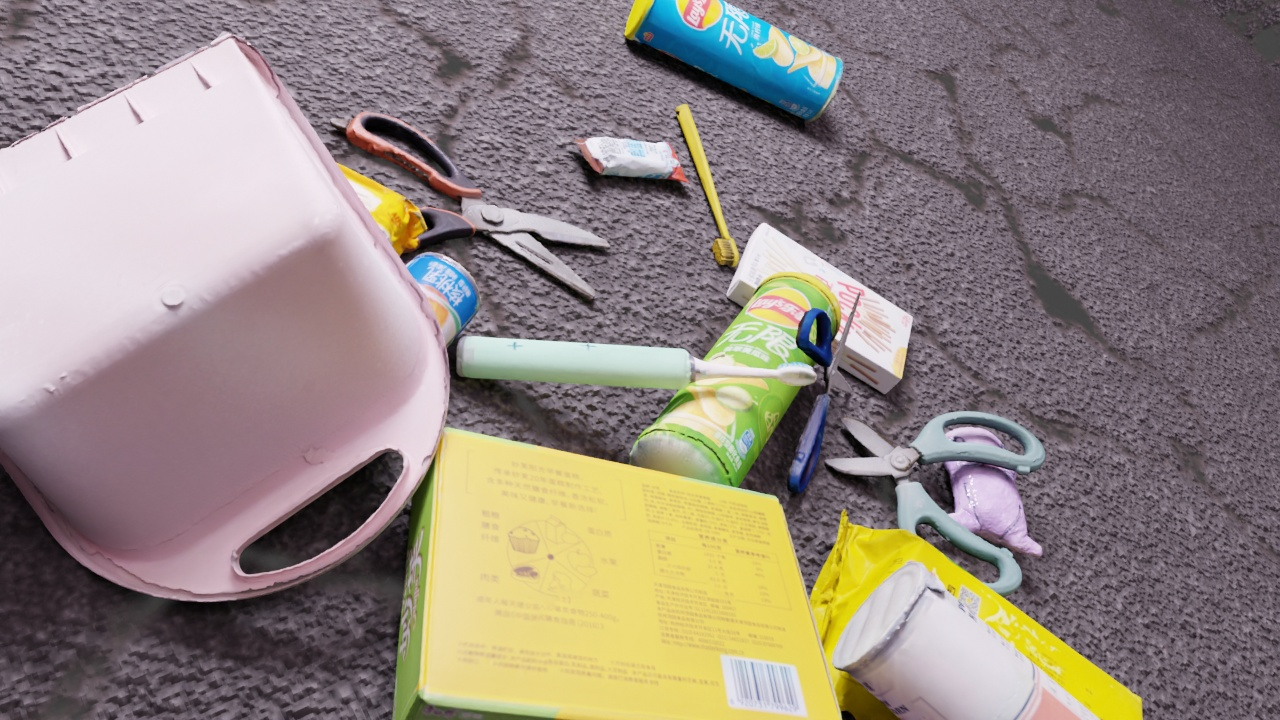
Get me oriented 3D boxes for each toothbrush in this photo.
[{"bbox_3d":[0.054,-0.157,0.802,0.016,0.016,0.189,2,55,-22],"label":"toothbrush"},{"bbox_3d":[-0.003,0.003,0.570,0.224,0.026,0.027,3,26,2],"label":"toothbrush"}]

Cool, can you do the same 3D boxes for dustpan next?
[{"bbox_3d":[-0.232,-0.018,0.469,0.222,0.139,0.273,-34,50,-15],"label":"dustpan"}]

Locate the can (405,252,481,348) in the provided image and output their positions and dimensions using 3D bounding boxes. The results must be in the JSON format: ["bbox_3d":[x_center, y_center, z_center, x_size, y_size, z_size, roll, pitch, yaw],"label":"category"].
[{"bbox_3d":[-0.149,-0.006,0.535,0.053,0.053,0.134,34,45,-3],"label":"can"}]

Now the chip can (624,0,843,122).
[{"bbox_3d":[0.093,-0.309,0.908,0.210,0.071,0.071,20,47,-16],"label":"chip can"}]

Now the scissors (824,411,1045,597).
[{"bbox_3d":[0.233,0.084,0.677,0.180,0.019,0.170,-30,59,-24],"label":"scissors"}]

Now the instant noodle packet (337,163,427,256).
[{"bbox_3d":[-0.210,-0.079,0.558,0.128,0.044,0.110,31,60,-2],"label":"instant noodle packet"}]

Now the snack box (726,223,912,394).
[{"bbox_3d":[0.151,-0.044,0.762,0.157,0.027,0.084,31,45,-5],"label":"snack box"}]

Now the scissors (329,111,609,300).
[{"bbox_3d":[-0.129,-0.108,0.656,0.225,0.015,0.189,-13,63,-38],"label":"scissors"}]

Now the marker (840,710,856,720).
[{"bbox_3d":[0.075,0.233,0.471,0.015,0.018,0.124,48,67,-18],"label":"marker"}]

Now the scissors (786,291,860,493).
[{"bbox_3d":[0.132,0.017,0.655,0.012,0.173,0.162,11,81,25],"label":"scissors"}]

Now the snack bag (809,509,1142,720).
[{"bbox_3d":[0.204,0.212,0.561,0.246,0.068,0.157,35,45,0],"label":"snack bag"}]

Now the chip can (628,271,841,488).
[{"bbox_3d":[0.071,0.019,0.632,0.072,0.073,0.220,39,46,2],"label":"chip can"}]

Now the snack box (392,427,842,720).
[{"bbox_3d":[-0.015,0.131,0.474,0.210,0.070,0.157,14,38,-19],"label":"snack box"}]

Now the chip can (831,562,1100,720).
[{"bbox_3d":[0.205,0.201,0.471,0.215,0.071,0.071,40,45,6],"label":"chip can"}]

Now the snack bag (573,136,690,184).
[{"bbox_3d":[-0.005,-0.167,0.767,0.104,0.026,0.048,-5,52,-32],"label":"snack bag"}]

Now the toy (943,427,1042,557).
[{"bbox_3d":[0.260,0.096,0.706,0.084,0.039,0.107,15,50,-8],"label":"toy"}]

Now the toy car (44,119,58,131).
[{"bbox_3d":[-0.314,-0.094,0.517,0.090,0.043,0.034,57,21,15],"label":"toy car"}]
